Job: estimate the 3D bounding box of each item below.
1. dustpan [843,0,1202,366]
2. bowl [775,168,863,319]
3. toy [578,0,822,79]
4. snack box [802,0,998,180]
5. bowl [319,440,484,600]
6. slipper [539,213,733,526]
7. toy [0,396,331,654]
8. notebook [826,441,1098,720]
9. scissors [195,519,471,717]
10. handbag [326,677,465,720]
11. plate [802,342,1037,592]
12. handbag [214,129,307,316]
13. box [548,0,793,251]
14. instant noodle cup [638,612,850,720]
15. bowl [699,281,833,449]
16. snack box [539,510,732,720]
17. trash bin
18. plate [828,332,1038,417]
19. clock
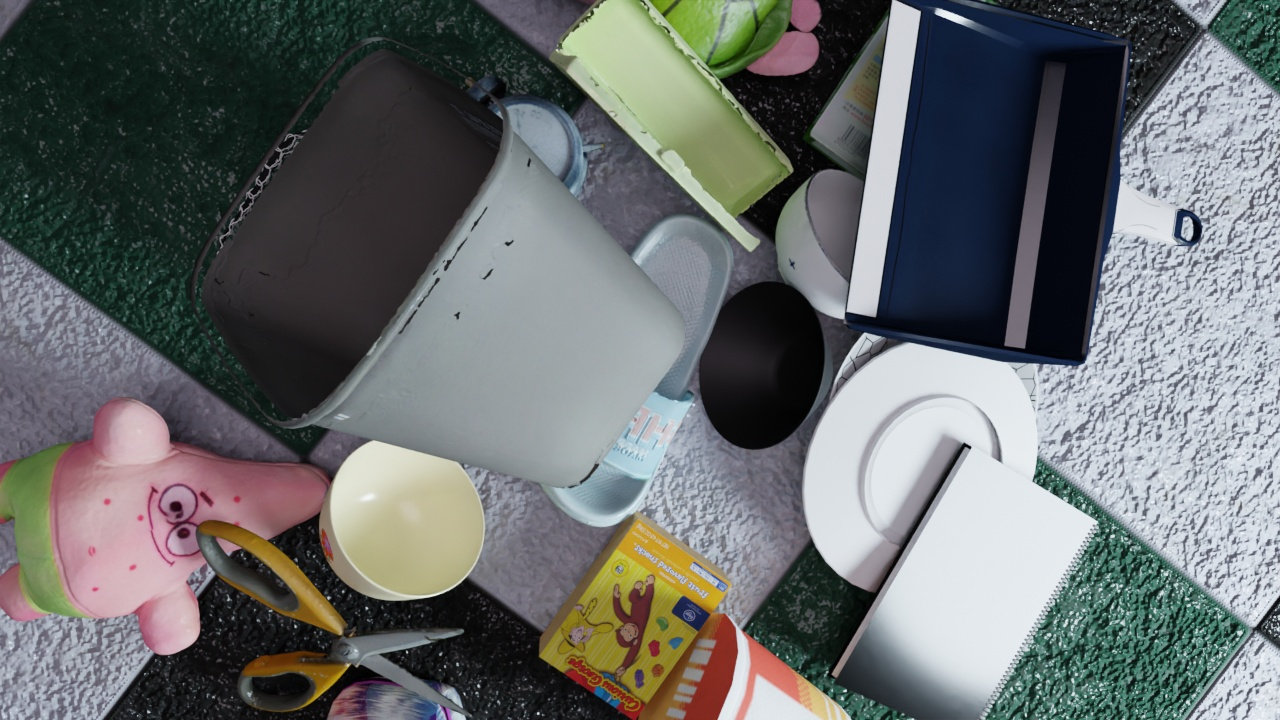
[{"bbox_3d":[0.287,-0.117,0.652,0.272,0.080,0.236,9,89,-31],"label":"dustpan"},{"bbox_3d":[0.145,-0.078,0.681,0.113,0.063,0.113,19,55,-30],"label":"bowl"},{"bbox_3d":[0.024,-0.278,0.659,0.238,0.088,0.190,18,86,-12],"label":"toy"},{"bbox_3d":[0.225,-0.203,0.710,0.132,0.027,0.168,34,89,-7],"label":"snack box"},{"bbox_3d":[-0.183,0.123,0.664,0.118,0.117,0.074,50,130,-6],"label":"bowl"},{"bbox_3d":[-0.004,0.004,0.679,0.104,0.074,0.245,25,89,-5],"label":"slipper"},{"bbox_3d":[-0.339,0.113,0.648,0.236,0.097,0.192,-9,106,-11],"label":"toy"},{"bbox_3d":[0.256,0.186,0.718,0.149,0.016,0.206,29,92,-20],"label":"notebook"},{"bbox_3d":[-0.222,0.186,0.630,0.226,0.016,0.225,-20,111,26],"label":"scissors"},{"bbox_3d":[-0.215,0.314,0.688,0.170,0.068,0.144,-13,93,2],"label":"handbag"},{"bbox_3d":[0.221,0.086,0.702,0.208,0.015,0.209,-4,104,-17],"label":"plate"},{"bbox_3d":[-0.208,-0.076,0.637,0.125,0.115,0.153,37,87,-10],"label":"handbag"},{"bbox_3d":[0.031,-0.172,0.641,0.188,0.091,0.083,39,94,-28],"label":"box"},{"bbox_3d":[0.082,0.274,0.683,0.121,0.123,0.123,33,90,-13],"label":"instant noodle cup"},{"bbox_3d":[0.106,0.007,0.686,0.052,0.124,0.124,10,93,-39],"label":"bowl"},{"bbox_3d":[-0.005,0.193,0.705,0.088,0.040,0.126,36,90,-6],"label":"snack box"},{"bbox_3d":[-0.106,-0.038,0.565,0.197,0.197,0.220,-54,140,2],"label":"trash bin"},{"bbox_3d":[0.224,0.040,0.711,0.188,0.016,0.189,-4,103,-17],"label":"plate"},{"bbox_3d":[-0.097,-0.155,0.674,0.129,0.052,0.090,22,91,-1],"label":"clock"}]
